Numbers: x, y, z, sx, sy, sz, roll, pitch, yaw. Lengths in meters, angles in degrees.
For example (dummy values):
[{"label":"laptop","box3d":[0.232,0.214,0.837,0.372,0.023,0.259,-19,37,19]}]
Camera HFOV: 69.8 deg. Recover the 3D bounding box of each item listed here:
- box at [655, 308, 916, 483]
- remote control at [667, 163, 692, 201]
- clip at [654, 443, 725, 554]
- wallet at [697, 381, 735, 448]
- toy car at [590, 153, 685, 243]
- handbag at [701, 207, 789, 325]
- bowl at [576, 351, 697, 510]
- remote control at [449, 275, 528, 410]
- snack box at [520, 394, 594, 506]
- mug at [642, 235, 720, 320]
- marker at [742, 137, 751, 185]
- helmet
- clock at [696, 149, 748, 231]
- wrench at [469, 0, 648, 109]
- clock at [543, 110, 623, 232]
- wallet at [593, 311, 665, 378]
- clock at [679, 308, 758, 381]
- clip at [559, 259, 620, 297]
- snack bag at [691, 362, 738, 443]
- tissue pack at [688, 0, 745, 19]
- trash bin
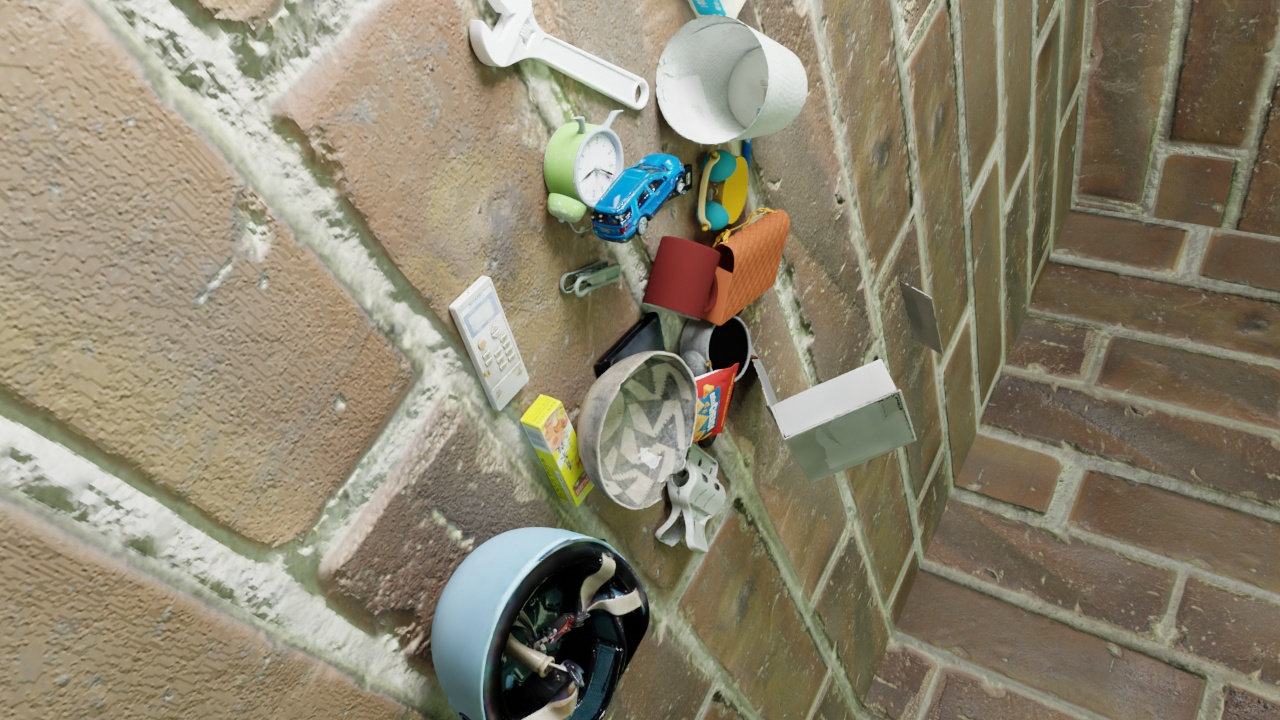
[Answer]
[{"label":"box","box3d":[0.199,0.027,1.330,0.171,0.380,0.167,-48,144,-8]},{"label":"remote control","box3d":[0.021,-0.194,1.058,0.139,0.009,0.030,-36,133,-45]},{"label":"clip","box3d":[0.076,0.198,1.299,0.124,0.075,0.144,39,61,-54]},{"label":"wallet","box3d":[0.096,0.048,1.283,0.119,0.031,0.099,-61,146,-29]},{"label":"toy car","box3d":[-0.001,-0.166,0.910,0.120,0.056,0.044,-51,142,-29]},{"label":"handbag","box3d":[0.131,-0.131,1.204,0.171,0.060,0.109,-36,148,-50]},{"label":"bowl","box3d":[-0.017,0.070,1.025,0.178,0.081,0.178,-24,120,-49]},{"label":"remote control","box3d":[-0.143,-0.014,0.885,0.050,0.011,0.136,-50,142,-33]},{"label":"snack box","box3d":[-0.089,0.101,1.012,0.040,0.029,0.148,-52,143,-30]},{"label":"mug","box3d":[0.059,-0.094,1.100,0.105,0.073,0.082,16,91,-45]},{"label":"marker","box3d":[0.140,-0.298,1.194,0.013,0.013,0.142,-28,128,-49]},{"label":"helmet","box3d":[-0.115,0.273,0.919,0.224,0.167,0.266,-58,148,-27]},{"label":"clock","box3d":[0.103,-0.215,1.150,0.129,0.044,0.099,-26,127,-59]},{"label":"wrench","box3d":[-0.065,-0.284,0.872,0.272,0.018,0.066,1,105,-59]},{"label":"clock","box3d":[-0.055,-0.186,0.910,0.094,0.043,0.119,-25,125,-50]},{"label":"wallet","box3d":[-0.006,0.006,1.099,0.114,0.026,0.089,-46,139,-37]},{"label":"clock","box3d":[0.091,-0.010,1.208,0.147,0.056,0.104,-32,114,-40]},{"label":"clip","box3d":[-0.054,-0.088,0.977,0.076,0.045,0.023,-30,128,-47]},{"label":"snack bag","box3d":[0.057,0.072,1.181,0.143,0.039,0.131,-21,140,-28]},{"label":"tissue pack","box3d":[0.070,-0.458,0.952,0.117,0.066,0.209,-64,147,-13]},{"label":"trash bin","box3d":[0.113,-0.312,1.041,0.161,0.133,0.133,-21,122,-58]}]
